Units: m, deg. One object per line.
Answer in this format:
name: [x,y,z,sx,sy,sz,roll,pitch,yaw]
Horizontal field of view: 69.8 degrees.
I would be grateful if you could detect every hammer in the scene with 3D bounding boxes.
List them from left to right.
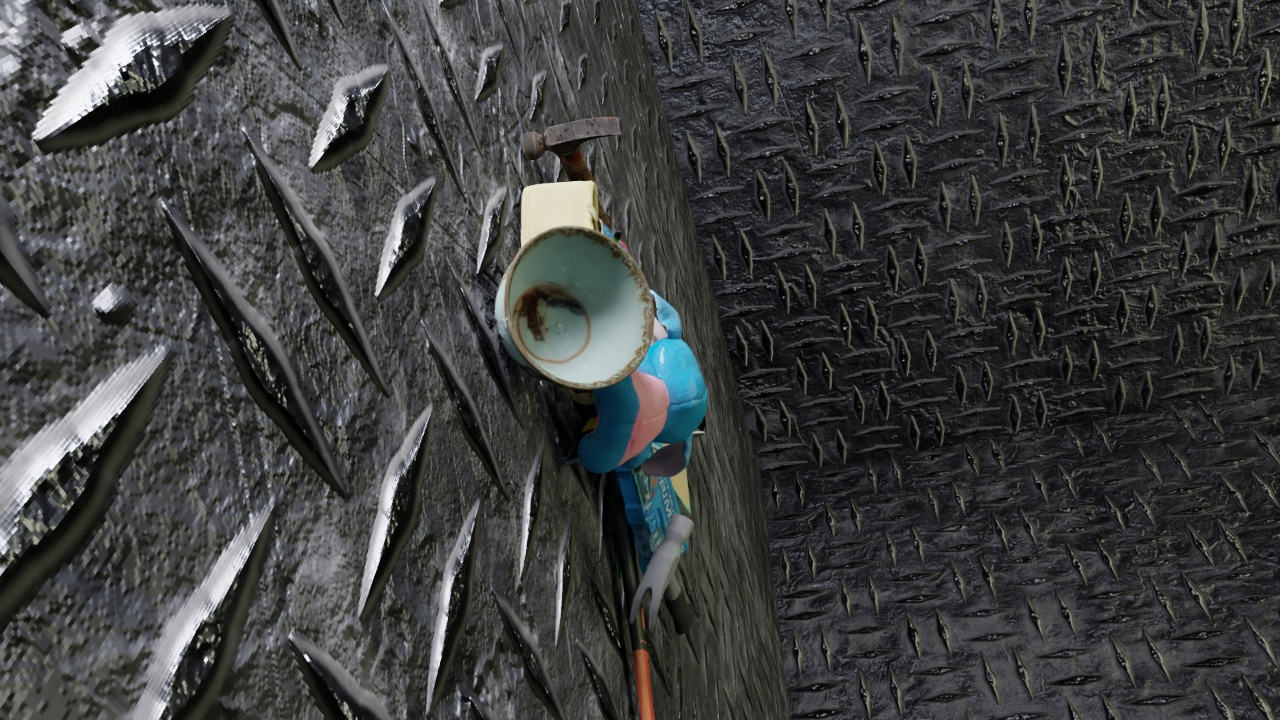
hammer: [-0.069,-0.238,1.249,0.330,0.120,0.033,63,17,-77]
hammer: [-0.004,0.335,1.107,0.133,0.033,0.332,46,34,-68]
hammer: [0.040,0.296,1.138,0.124,0.029,0.311,-63,161,-22]

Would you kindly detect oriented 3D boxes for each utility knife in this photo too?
utility knife: [-0.063,0.096,1.081,0.174,0.029,0.020,-51,124,-75]

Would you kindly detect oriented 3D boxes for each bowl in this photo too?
bowl: [-0.077,-0.043,0.907,0.094,0.159,0.160,-20,-101,59]

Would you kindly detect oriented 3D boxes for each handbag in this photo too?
handbag: [-0.075,-0.086,1.058,0.191,0.088,0.232,73,11,-48]

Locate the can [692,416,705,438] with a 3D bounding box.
can: [0.073,0.072,1.712,0.080,0.080,0.146,41,39,-74]

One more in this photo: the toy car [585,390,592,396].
toy car: [-0.059,0.033,1.182,0.089,0.025,0.038,47,32,-70]

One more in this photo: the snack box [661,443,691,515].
snack box: [0.041,0.165,1.528,0.194,0.044,0.141,61,21,-59]

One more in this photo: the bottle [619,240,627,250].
bottle: [-0.042,-0.128,1.376,0.071,0.049,0.134,41,29,-32]

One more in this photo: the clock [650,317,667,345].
clock: [-0.015,-0.029,1.205,0.117,0.058,0.158,46,-11,3]

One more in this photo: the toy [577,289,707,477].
toy: [0.006,0.034,1.029,0.191,0.099,0.224,-17,110,-53]

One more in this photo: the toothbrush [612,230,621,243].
toothbrush: [-0.051,-0.101,1.171,0.188,0.014,0.017,115,-13,-53]

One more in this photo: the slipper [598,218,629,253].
slipper: [-0.055,-0.147,1.245,0.104,0.059,0.213,49,0,-14]

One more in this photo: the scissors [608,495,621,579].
scissors: [-0.022,0.237,1.194,0.123,0.012,0.127,8,71,-76]

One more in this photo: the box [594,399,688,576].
box: [0.010,0.132,1.174,0.175,0.060,0.243,-63,139,-75]
